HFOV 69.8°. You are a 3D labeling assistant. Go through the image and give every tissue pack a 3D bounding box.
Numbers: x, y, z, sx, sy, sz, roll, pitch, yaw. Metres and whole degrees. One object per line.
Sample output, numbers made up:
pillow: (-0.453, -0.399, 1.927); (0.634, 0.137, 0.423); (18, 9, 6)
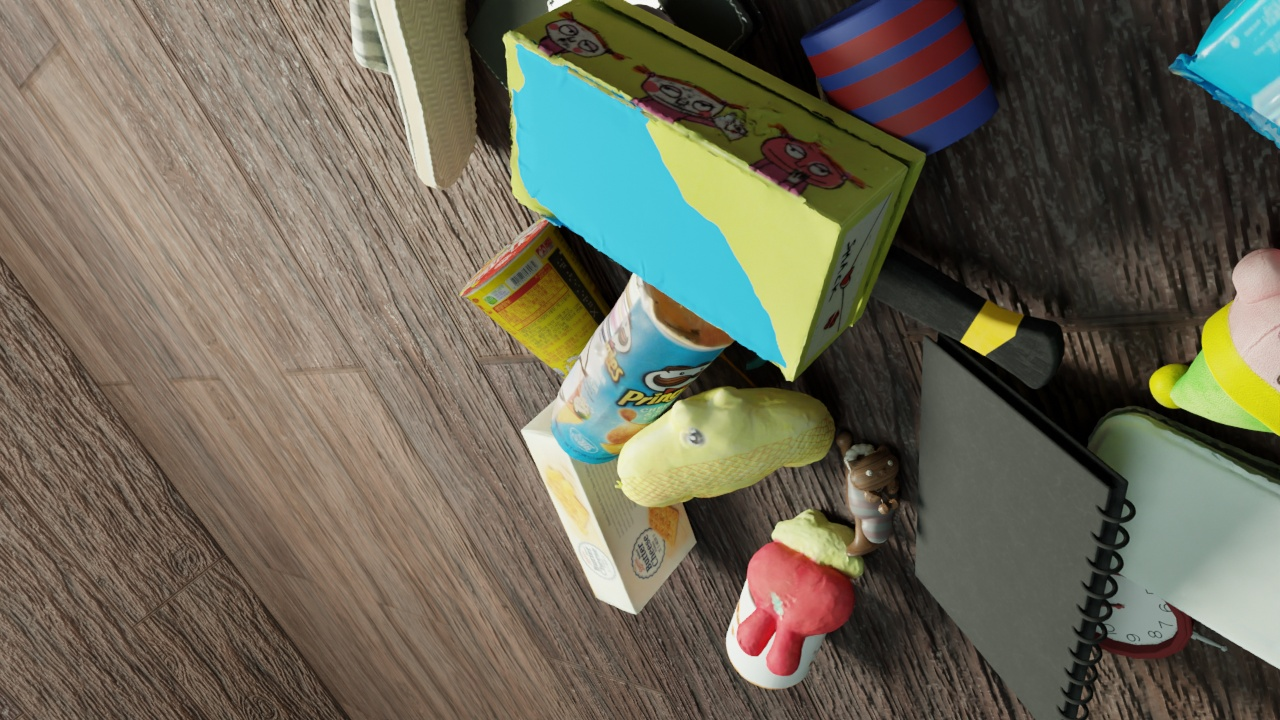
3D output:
tissue pack: (0.287, -0.138, 0.335); (0.093, 0.061, 0.145); (39, 145, 8)

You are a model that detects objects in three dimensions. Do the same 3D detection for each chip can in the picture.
chip can: (-0.004, 0.004, 0.667); (0.080, 0.079, 0.230); (45, 147, 3)

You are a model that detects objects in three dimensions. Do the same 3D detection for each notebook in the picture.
notebook: (-0.026, -0.217, 0.603); (0.169, 0.029, 0.210); (51, 146, -3)
notebook: (0.233, 0.117, 0.589); (0.169, 0.019, 0.232); (-124, 19, -52)

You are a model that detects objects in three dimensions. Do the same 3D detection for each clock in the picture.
clock: (0.304, 0.149, 0.597); (0.125, 0.044, 0.087); (-11, 115, 48)

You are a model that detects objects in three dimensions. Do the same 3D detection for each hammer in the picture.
hammer: (0.102, -0.077, 0.561); (0.324, 0.034, 0.170); (32, 144, 16)

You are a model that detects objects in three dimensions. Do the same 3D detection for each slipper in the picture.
slipper: (-0.162, -0.243, 0.651); (0.054, 0.114, 0.273); (9, 137, 9)

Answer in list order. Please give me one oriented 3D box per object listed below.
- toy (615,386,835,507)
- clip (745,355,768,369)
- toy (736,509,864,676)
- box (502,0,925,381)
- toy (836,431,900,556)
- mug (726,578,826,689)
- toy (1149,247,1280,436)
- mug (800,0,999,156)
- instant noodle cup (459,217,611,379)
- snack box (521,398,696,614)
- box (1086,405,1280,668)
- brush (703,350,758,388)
toy: (0.060, 0.065, 0.680); (0.155, 0.170, 0.064); (62, -168, -59)
clip: (0.087, -0.034, 0.661); (0.120, 0.033, 0.119); (15, 130, 36)
toy: (0.128, 0.187, 0.744); (0.092, 0.135, 0.045); (19, 166, 32)
box: (0.027, -0.101, 0.504); (0.221, 0.079, 0.125); (36, 146, 24)
toy: (0.173, 0.103, 0.689); (0.055, 0.041, 0.102); (24, 135, 62)
mug: (0.125, 0.232, 0.820); (0.082, 0.082, 0.105); (30, 139, 22)
toy: (0.315, 0.003, 0.440); (0.124, 0.096, 0.132); (39, 125, 2)
mug: (0.126, -0.150, 0.486); (0.076, 0.075, 0.112); (60, 168, -17)
instant noodle cup: (-0.077, -0.046, 0.761); (0.112, 0.100, 0.101); (50, 144, -17)
snack box: (-0.024, 0.120, 0.845); (0.058, 0.104, 0.208); (7, 128, 41)
box: (0.335, 0.107, 0.495); (0.214, 0.063, 0.118); (32, 111, 22)
brush: (0.044, -0.017, 0.724); (0.126, 0.017, 0.049); (44, 143, 4)
